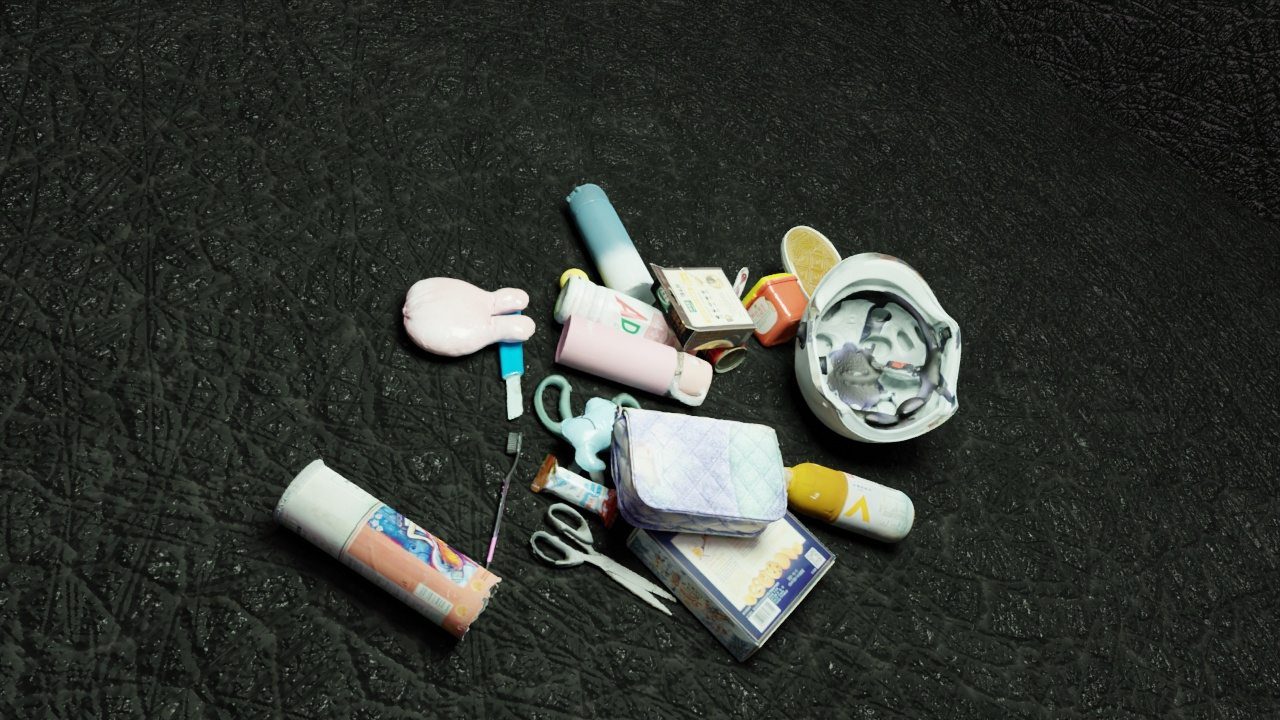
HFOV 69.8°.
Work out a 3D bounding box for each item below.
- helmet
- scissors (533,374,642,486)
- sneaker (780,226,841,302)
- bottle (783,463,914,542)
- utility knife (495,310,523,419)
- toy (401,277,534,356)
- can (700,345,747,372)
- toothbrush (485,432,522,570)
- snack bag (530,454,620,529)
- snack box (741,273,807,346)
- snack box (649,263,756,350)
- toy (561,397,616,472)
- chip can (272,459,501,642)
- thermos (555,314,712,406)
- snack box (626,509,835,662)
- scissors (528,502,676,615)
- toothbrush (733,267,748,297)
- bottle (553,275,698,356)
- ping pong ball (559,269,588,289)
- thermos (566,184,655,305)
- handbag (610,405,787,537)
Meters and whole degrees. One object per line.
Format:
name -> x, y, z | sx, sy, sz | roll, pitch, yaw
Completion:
helmet -> 0.314, -0.004, 1.280 | 0.229, 0.146, 0.258 | -3, 73, -13
scissors -> -0.049, 0.085, 1.117 | 0.175, 0.019, 0.174 | -2, 50, -30
sneaker -> 0.280, -0.088, 1.406 | 0.118, 0.088, 0.241 | -29, 87, -19
bottle -> 0.248, 0.174, 1.154 | 0.189, 0.068, 0.067 | 19, 44, -11
utility knife -> -0.162, -0.009, 1.144 | 0.034, 0.018, 0.204 | 0, 50, -12
toy -> -0.212, -0.054, 1.131 | 0.159, 0.054, 0.121 | 0, 50, -19
can -> 0.094, -0.049, 1.293 | 0.053, 0.053, 0.132 | -10, 56, -35
toothbrush -> -0.152, 0.150, 1.003 | 0.018, 0.014, 0.188 | 12, 45, -4
snack bag -> -0.069, 0.148, 1.033 | 0.104, 0.026, 0.048 | 29, 87, -3
snack box -> 0.198, -0.072, 1.346 | 0.081, 0.091, 0.080 | -13, 64, -37
snack box -> 0.076, -0.073, 1.224 | 0.125, 0.053, 0.113 | -5, 53, -32
toy -> -0.004, 0.098, 1.083 | 0.156, 0.050, 0.161 | 42, 45, 10
chip can -> -0.241, 0.183, 0.882 | 0.215, 0.071, 0.071 | 33, 43, 2
thermos -> -0.007, 0.007, 1.174 | 0.198, 0.067, 0.087 | 20, 30, -11
snack box -> 0.108, 0.219, 1.053 | 0.182, 0.046, 0.177 | 44, 44, 15
scissors -> -0.038, 0.216, 1.003 | 0.170, 0.014, 0.150 | 4, 50, -26
toothbrush -> 0.141, -0.089, 1.381 | 0.016, 0.017, 0.187 | 28, 43, -3
bottle -> -0.015, -0.050, 1.228 | 0.197, 0.068, 0.068 | 20, 43, -15
ping pong ball -> -0.090, -0.105, 1.256 | 0.040, 0.040, 0.040 | 15, 45, -15
thermos -> -0.044, -0.166, 1.322 | 0.070, 0.070, 0.220 | -4, 52, -31
handbag -> 0.063, 0.124, 1.025 | 0.193, 0.076, 0.134 | 10, 56, -22
